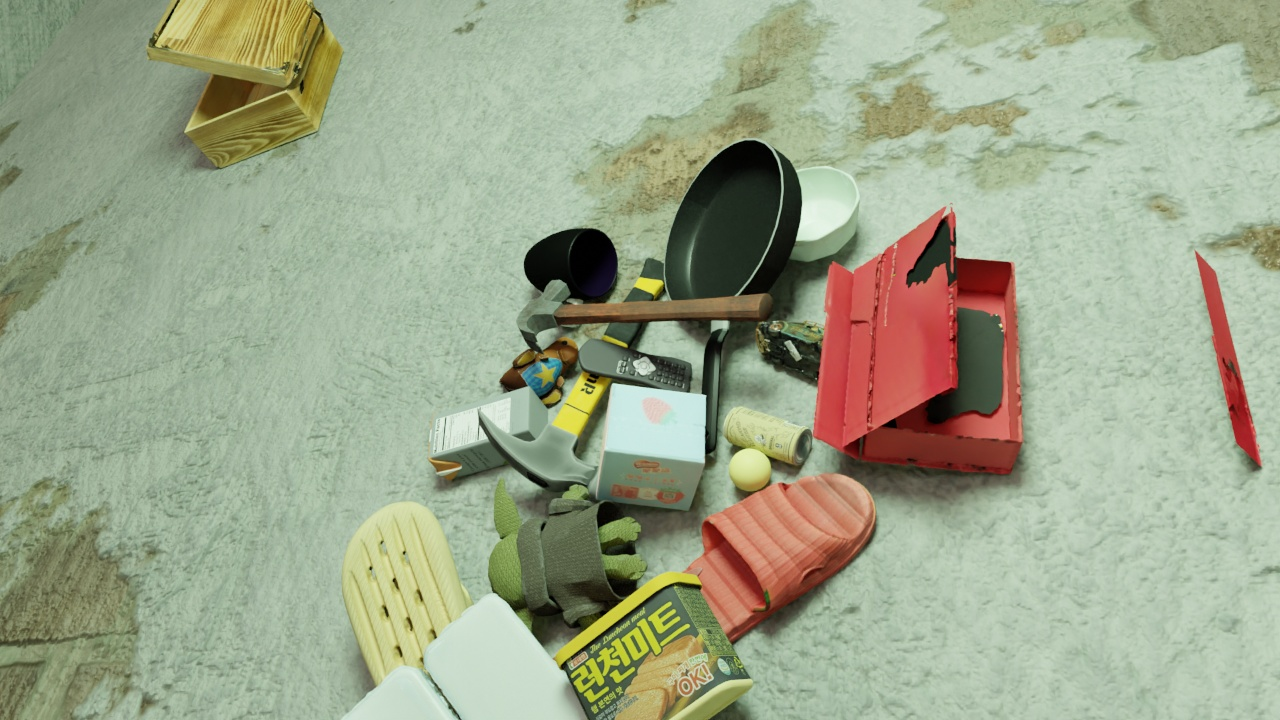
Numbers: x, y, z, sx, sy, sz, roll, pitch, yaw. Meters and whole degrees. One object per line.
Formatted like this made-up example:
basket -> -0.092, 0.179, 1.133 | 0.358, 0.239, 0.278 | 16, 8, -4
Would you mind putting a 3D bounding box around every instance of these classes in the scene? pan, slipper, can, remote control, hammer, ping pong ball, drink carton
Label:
pan -> 0.093, -0.069, 0.976 | 0.205, 0.044, 0.355 | -25, 54, 52
slipper -> -0.204, 0.265, 0.872 | 0.111, 0.079, 0.261 | -24, 66, -3
can -> 0.011, 0.252, 0.747 | 0.131, 0.072, 0.101 | -40, 59, 14
slipper -> 0.092, 0.176, 0.805 | 0.248, 0.059, 0.103 | -36, 47, -3
can -> 0.122, 0.072, 0.887 | 0.080, 0.038, 0.038 | 17, 63, 36
remote control -> -0.006, 0.006, 0.982 | 0.124, 0.009, 0.046 | 14, 53, -2
hammer -> -0.044, 0.002, 1.006 | 0.170, 0.034, 0.323 | 22, 56, 10
ping pong ball -> 0.104, 0.104, 0.870 | 0.040, 0.040, 0.040 | -14, 49, 16
drink carton -> -0.169, 0.081, 1.019 | 0.125, 0.048, 0.076 | -17, 48, 14
hammer -> -0.004, -0.050, 0.956 | 0.301, 0.028, 0.110 | 0, 37, 34

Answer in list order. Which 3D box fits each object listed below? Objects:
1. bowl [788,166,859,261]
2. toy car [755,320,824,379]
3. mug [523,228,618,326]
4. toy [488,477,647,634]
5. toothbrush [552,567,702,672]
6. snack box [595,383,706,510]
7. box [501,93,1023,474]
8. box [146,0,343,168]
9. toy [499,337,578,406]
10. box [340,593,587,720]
bowl -> 0.190, -0.155, 1.022 | 0.118, 0.061, 0.117 | -14, 49, 17
toy car -> 0.170, -0.015, 0.929 | 0.047, 0.047, 0.112 | -35, 39, -29
mug -> -0.093, -0.100, 1.118 | 0.100, 0.084, 0.119 | 3, 84, 43
toy -> -0.070, 0.189, 0.859 | 0.153, 0.078, 0.179 | -17, 70, 21
toothbrush -> -0.018, 0.235, 0.813 | 0.185, 0.015, 0.015 | -37, 49, 12
snack box -> 0.010, 0.083, 0.875 | 0.093, 0.095, 0.079 | 7, 53, -3
box -> 0.124, -0.057, 0.821 | 0.467, 0.138, 0.214 | 16, 56, -3
box -> -0.716, -0.568, 1.684 | 0.270, 0.264, 0.278 | -14, 47, 13
toy -> -0.119, 0.007, 1.067 | 0.090, 0.070, 0.103 | -41, 23, -27
box -> -0.134, 0.329, 0.773 | 0.190, 0.038, 0.209 | -40, 67, -8
